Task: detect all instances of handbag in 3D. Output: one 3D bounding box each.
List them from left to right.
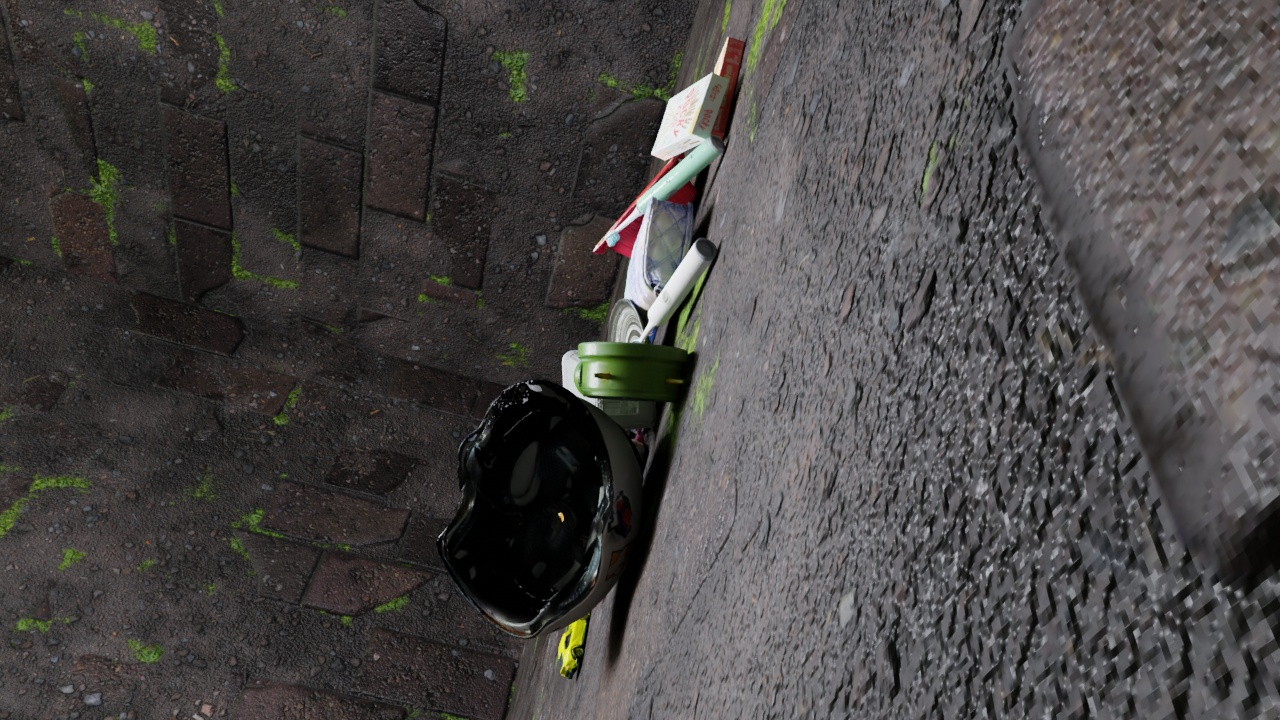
[{"bbox_3d":[0.027,-0.122,1.181,0.194,0.075,0.134,124,155,-80],"label":"handbag"}]

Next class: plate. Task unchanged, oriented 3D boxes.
[{"bbox_3d":[-0.007,0.007,1.210,0.180,0.024,0.179,174,90,-72],"label":"plate"}]

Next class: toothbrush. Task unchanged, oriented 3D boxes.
[{"bbox_3d":[0.024,-0.217,1.197,0.225,0.027,0.026,-35,-14,37],"label":"toothbrush"},{"bbox_3d":[0.030,-0.065,1.049,0.026,0.026,0.222,67,149,20],"label":"toothbrush"}]

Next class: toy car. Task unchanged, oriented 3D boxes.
[{"bbox_3d":[-0.093,0.383,1.259,0.105,0.032,0.048,-78,5,-49],"label":"toy car"}]

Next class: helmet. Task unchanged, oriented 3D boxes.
[{"bbox_3d":[-0.087,0.163,1.014,0.156,0.230,0.274,12,-84,-54],"label":"helmet"}]

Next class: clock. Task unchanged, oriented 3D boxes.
[{"bbox_3d":[-0.012,0.015,0.984,0.161,0.116,0.056,157,117,-81],"label":"clock"}]

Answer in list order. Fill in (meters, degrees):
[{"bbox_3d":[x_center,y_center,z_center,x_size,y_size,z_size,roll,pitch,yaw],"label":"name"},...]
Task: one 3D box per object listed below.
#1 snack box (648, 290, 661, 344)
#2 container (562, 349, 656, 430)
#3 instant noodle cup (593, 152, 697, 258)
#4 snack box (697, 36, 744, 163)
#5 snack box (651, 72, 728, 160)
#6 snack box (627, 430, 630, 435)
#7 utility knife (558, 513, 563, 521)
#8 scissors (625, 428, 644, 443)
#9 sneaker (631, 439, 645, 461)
[{"bbox_3d":[-0.008,-0.041,1.429,0.058,0.057,0.208,-91,17,-63],"label":"snack box"},{"bbox_3d":[-0.036,0.037,1.127,0.114,0.090,0.090,-156,62,-66],"label":"container"},{"bbox_3d":[0.017,-0.214,1.338,0.194,0.066,0.193,-47,8,8],"label":"instant noodle cup"},{"bbox_3d":[0.106,-0.349,1.234,0.075,0.025,0.152,121,163,-71],"label":"snack box"},{"bbox_3d":[0.063,-0.320,1.217,0.084,0.027,0.157,-71,18,-4],"label":"snack box"},{"bbox_3d":[-0.049,0.125,1.415,0.074,0.051,0.175,-105,30,-78],"label":"snack box"},{"bbox_3d":[-0.085,0.215,1.183,0.022,0.030,0.221,36,148,42],"label":"utility knife"},{"bbox_3d":[-0.036,0.110,1.215,0.131,0.017,0.133,-52,54,39],"label":"scissors"},{"bbox_3d":[-0.093,0.120,1.190,0.241,0.118,0.088,16,92,45],"label":"sneaker"}]
